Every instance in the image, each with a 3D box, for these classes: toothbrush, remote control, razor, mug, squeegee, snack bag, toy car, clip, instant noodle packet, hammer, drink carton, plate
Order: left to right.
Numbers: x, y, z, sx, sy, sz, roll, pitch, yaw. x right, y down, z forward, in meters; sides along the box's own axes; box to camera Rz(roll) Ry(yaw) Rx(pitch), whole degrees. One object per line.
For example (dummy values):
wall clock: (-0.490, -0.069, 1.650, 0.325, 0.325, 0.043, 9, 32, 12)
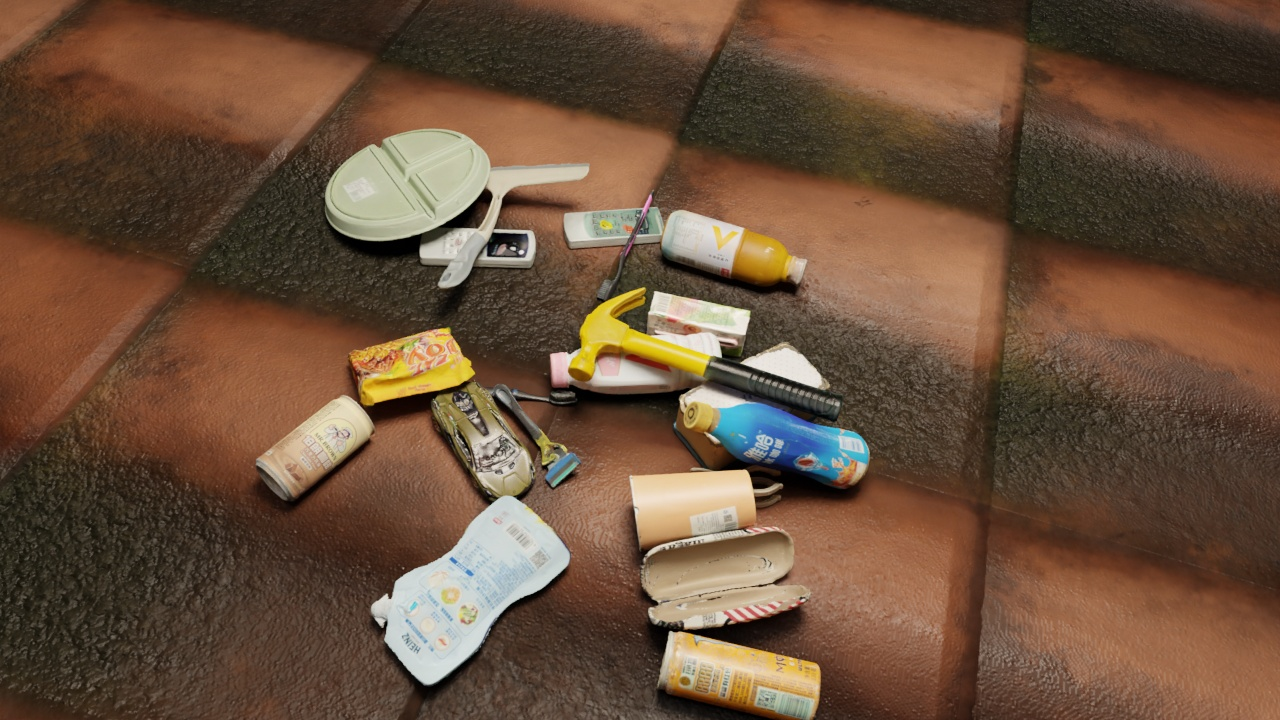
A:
plate: (-0.315, -0.242, 1.229, 0.230, 0.027, 0.229, -7, 45, 7)
instant noodle packet: (-0.263, 0.004, 1.049, 0.128, 0.044, 0.111, -15, 31, -18)
snack bag: (-0.169, 0.223, 0.910, 0.110, 0.039, 0.190, 41, 61, 18)
remote control: (-0.213, -0.149, 1.204, 0.150, 0.021, 0.058, 1, 52, -4)
squeegee: (-0.206, -0.163, 1.173, 0.247, 0.039, 0.245, 1, 46, 16)
toy car: (-0.173, 0.087, 1.014, 0.070, 0.042, 0.158, -28, 62, -23)
toothbrush: (-0.168, 0.036, 1.068, 0.189, 0.016, 0.014, 5, 54, 0)
razor: (-0.122, 0.079, 1.033, 0.042, 0.022, 0.142, -43, 67, 1)
remote control: (-0.037, -0.181, 1.245, 0.135, 0.019, 0.056, -5, 53, -9)
toothbrush: (-0.017, -0.154, 1.213, 0.018, 0.014, 0.188, 14, 62, 17)
mug: (0.054, 0.150, 0.948, 0.123, 0.078, 0.078, -8, 53, -1)
drink carton: (0.070, -0.043, 1.127, 0.122, 0.054, 0.045, 13, 56, 5)
hammer: (0.077, 0.006, 1.021, 0.301, 0.033, 0.128, 18, 61, 7)
clip: (0.104, 0.139, 1.005, 0.100, 0.035, 0.072, -5, 53, 1)

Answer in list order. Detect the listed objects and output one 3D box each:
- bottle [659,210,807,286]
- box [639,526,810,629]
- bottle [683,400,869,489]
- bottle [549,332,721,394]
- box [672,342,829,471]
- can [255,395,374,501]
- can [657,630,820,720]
bottle: (0.122, -0.141, 1.198, 0.189, 0.068, 0.067, 18, 53, 9)
box: (0.082, 0.215, 0.912, 0.162, 0.075, 0.086, -9, 86, -9)
bottle: (0.143, 0.085, 0.974, 0.218, 0.065, 0.065, 17, 47, -27)
bottle: (-0.006, 0.006, 1.073, 0.197, 0.068, 0.068, -4, 53, -8)
box: (0.122, 0.055, 1.053, 0.184, 0.063, 0.089, -25, 58, -20)
can: (-0.346, 0.093, 0.979, 0.058, 0.059, 0.116, 34, 57, 20)
can: (0.092, 0.298, 0.861, 0.146, 0.058, 0.058, 12, 52, 4)
